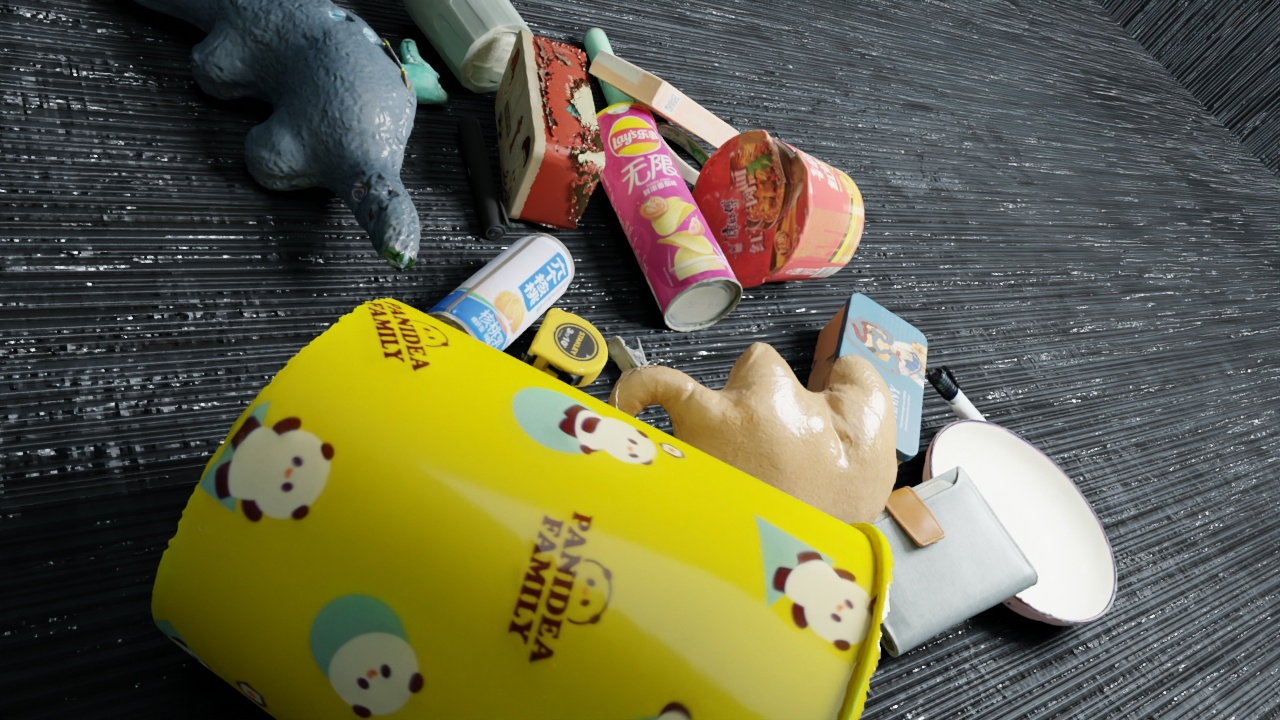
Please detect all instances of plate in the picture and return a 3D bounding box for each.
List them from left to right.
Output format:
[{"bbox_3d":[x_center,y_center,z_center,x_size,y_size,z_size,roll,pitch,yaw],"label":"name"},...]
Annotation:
[{"bbox_3d":[0.313,0.139,0.778,0.192,0.039,0.192,18,45,-19],"label":"plate"}]

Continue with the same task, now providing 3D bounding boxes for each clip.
[{"bbox_3d":[-0.005,0.004,0.699,0.029,0.025,0.057,5,46,-35],"label":"clip"}]

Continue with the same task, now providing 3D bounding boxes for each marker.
[{"bbox_3d":[-0.131,-0.154,0.760,0.020,0.022,0.132,44,23,-54],"label":"marker"},{"bbox_3d":[0.294,0.044,0.826,0.130,0.023,0.018,39,18,-37],"label":"marker"}]

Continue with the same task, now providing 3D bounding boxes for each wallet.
[{"bbox_3d":[0.213,0.143,0.679,0.129,0.037,0.106,-20,64,-17],"label":"wallet"}]

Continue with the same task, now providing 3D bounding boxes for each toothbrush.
[{"bbox_3d":[-0.020,-0.260,0.928,0.026,0.027,0.224,7,49,-34],"label":"toothbrush"}]

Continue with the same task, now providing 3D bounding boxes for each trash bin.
[{"bbox_3d":[-0.056,0.113,0.430,0.255,0.230,0.228,30,42,2],"label":"trash bin"}]

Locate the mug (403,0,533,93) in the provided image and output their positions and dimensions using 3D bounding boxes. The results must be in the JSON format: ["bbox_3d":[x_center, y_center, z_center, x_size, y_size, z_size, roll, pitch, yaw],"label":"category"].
[{"bbox_3d":[-0.147,-0.308,0.857,0.103,0.084,0.123,55,20,18],"label":"mug"}]

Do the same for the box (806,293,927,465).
[{"bbox_3d":[0.191,0.025,0.785,0.090,0.060,0.183,29,40,-7],"label":"box"}]

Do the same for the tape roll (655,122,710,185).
[{"bbox_3d":[0.045,-0.204,0.914,0.085,0.014,0.085,31,30,-20],"label":"tape roll"}]

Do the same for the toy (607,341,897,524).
[{"bbox_3d":[0.086,0.060,0.633,0.225,0.083,0.143,6,76,-29],"label":"toy"}]

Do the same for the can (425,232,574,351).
[{"bbox_3d":[-0.100,-0.042,0.655,0.053,0.053,0.134,38,42,2],"label":"can"}]

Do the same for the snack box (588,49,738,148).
[{"bbox_3d":[0.026,-0.249,0.888,0.084,0.026,0.157,37,14,28],"label":"snack box"}]

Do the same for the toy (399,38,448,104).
[{"bbox_3d":[-0.210,-0.246,0.785,0.091,0.030,0.096,5,54,-36],"label":"toy"}]

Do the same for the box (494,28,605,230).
[{"bbox_3d":[-0.073,-0.197,0.786,0.076,0.092,0.168,8,49,-24],"label":"box"}]

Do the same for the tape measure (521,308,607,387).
[{"bbox_3d":[-0.054,-0.006,0.671,0.057,0.029,0.059,28,42,-8],"label":"tape measure"}]

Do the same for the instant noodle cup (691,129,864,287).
[{"bbox_3d":[0.128,-0.130,0.838,0.108,0.138,0.137,2,51,-44],"label":"instant noodle cup"}]

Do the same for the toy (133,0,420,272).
[{"bbox_3d":[-0.246,-0.202,0.678,0.137,0.092,0.356,-32,71,-34],"label":"toy"}]

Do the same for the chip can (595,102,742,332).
[{"bbox_3d":[0.016,-0.127,0.797,0.071,0.072,0.210,-1,54,-35],"label":"chip can"}]
